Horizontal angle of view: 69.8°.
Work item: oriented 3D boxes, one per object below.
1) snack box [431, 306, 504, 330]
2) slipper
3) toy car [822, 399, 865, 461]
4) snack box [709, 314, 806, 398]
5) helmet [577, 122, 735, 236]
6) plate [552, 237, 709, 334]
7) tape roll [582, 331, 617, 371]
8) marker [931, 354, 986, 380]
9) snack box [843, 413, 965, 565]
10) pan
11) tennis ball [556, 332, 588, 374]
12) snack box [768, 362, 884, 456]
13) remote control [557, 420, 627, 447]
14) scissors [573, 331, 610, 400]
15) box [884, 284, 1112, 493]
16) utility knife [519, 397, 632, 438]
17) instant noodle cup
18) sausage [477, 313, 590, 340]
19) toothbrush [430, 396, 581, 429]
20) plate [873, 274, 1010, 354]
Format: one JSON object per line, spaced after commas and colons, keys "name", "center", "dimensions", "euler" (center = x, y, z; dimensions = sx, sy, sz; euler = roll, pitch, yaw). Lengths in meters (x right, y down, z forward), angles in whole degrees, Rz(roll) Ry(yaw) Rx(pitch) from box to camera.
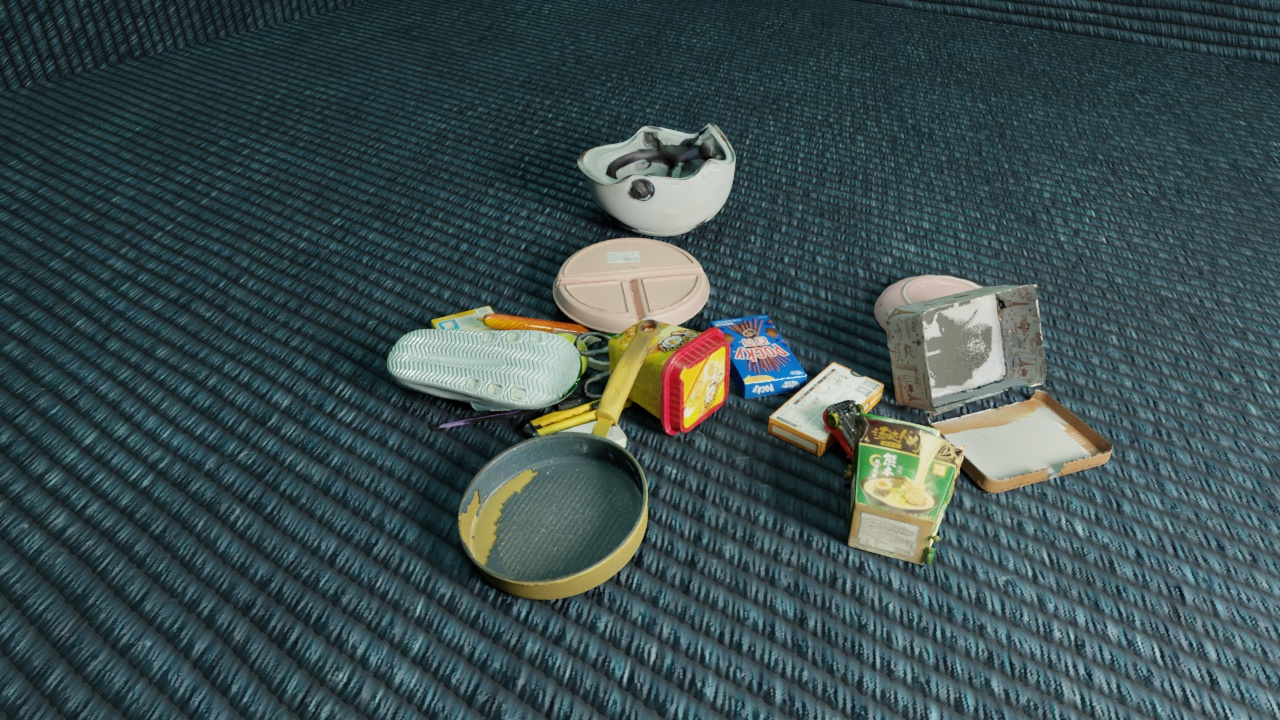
{"name": "snack box", "center": [-0.223, -0.021, 1.249], "dimensions": [0.086, 0.034, 0.140], "euler": [-16, 36, -22]}
{"name": "slipper", "center": [-0.194, 0.017, 1.142], "dimensions": [0.245, 0.074, 0.103], "euler": [6, 59, 9]}
{"name": "toy car", "center": [0.252, 0.094, 1.058], "dimensions": [0.049, 0.031, 0.106], "euler": [-17, 62, -29]}
{"name": "snack box", "center": [0.155, -0.008, 1.229], "dimensions": [0.084, 0.026, 0.157], "euler": [-7, 35, -11]}
{"name": "helmet", "center": [0.033, -0.290, 1.539], "dimensions": [0.259, 0.146, 0.228], "euler": [-7, 33, 5]}
{"name": "plate", "center": [-0.014, -0.116, 1.337], "dimensions": [0.229, 0.028, 0.229], "euler": [-1, 39, 1]}
{"name": "tape roll", "center": [-0.039, -0.014, 1.251], "dimensions": [0.086, 0.014, 0.085], "euler": [0, 34, 0]}
{"name": "marker", "center": [0.406, 0.017, 1.197], "dimensions": [0.145, 0.017, 0.017], "euler": [-18, 38, -24]}
{"name": "snack box", "center": [0.263, 0.139, 0.948], "dimensions": [0.118, 0.118, 0.105], "euler": [12, 46, 17]}
{"name": "pan", "center": [-0.057, 0.092, 0.986], "dimensions": [0.198, 0.078, 0.356], "euler": [12, 46, 24]}
{"name": "tennis ball", "center": [-0.099, -0.003, 1.190], "dimensions": [0.065, 0.066, 0.065], "euler": [0, 34, 0]}
{"name": "snack box", "center": [0.230, 0.058, 1.132], "dimensions": [0.075, 0.026, 0.153], "euler": [26, 43, 32]}
{"name": "remote control", "center": [-0.081, 0.099, 1.078], "dimensions": [0.124, 0.024, 0.049], "euler": [-14, 37, -20]}
{"name": "scissors", "center": [-0.014, -0.007, 1.194], "dimensions": [0.014, 0.164, 0.163], "euler": [-7, 46, 59]}
{"name": "box", "center": [0.420, 0.033, 1.110], "dimensions": [0.179, 0.136, 0.269], "euler": [-12, 67, -18]}
{"name": "utility knife", "center": [-0.047, 0.056, 1.148], "dimensions": [0.222, 0.015, 0.033], "euler": [-18, 41, -25]}
{"name": "instant noodle cup", "center": [0.031, 0.011, 1.125], "dimensions": [0.124, 0.116, 0.115], "euler": [24, 42, 34]}
{"name": "sausage", "center": [-0.142, -0.046, 1.260], "dimensions": [0.165, 0.021, 0.021], "euler": [8, 31, -20]}
{"name": "toothbrush", "center": [-0.165, 0.069, 1.138], "dimensions": [0.189, 0.017, 0.014], "euler": [-11, 24, -9]}
{"name": "plate", "center": [0.435, -0.076, 1.313], "dimensions": [0.192, 0.039, 0.192], "euler": [0, 34, 0]}
